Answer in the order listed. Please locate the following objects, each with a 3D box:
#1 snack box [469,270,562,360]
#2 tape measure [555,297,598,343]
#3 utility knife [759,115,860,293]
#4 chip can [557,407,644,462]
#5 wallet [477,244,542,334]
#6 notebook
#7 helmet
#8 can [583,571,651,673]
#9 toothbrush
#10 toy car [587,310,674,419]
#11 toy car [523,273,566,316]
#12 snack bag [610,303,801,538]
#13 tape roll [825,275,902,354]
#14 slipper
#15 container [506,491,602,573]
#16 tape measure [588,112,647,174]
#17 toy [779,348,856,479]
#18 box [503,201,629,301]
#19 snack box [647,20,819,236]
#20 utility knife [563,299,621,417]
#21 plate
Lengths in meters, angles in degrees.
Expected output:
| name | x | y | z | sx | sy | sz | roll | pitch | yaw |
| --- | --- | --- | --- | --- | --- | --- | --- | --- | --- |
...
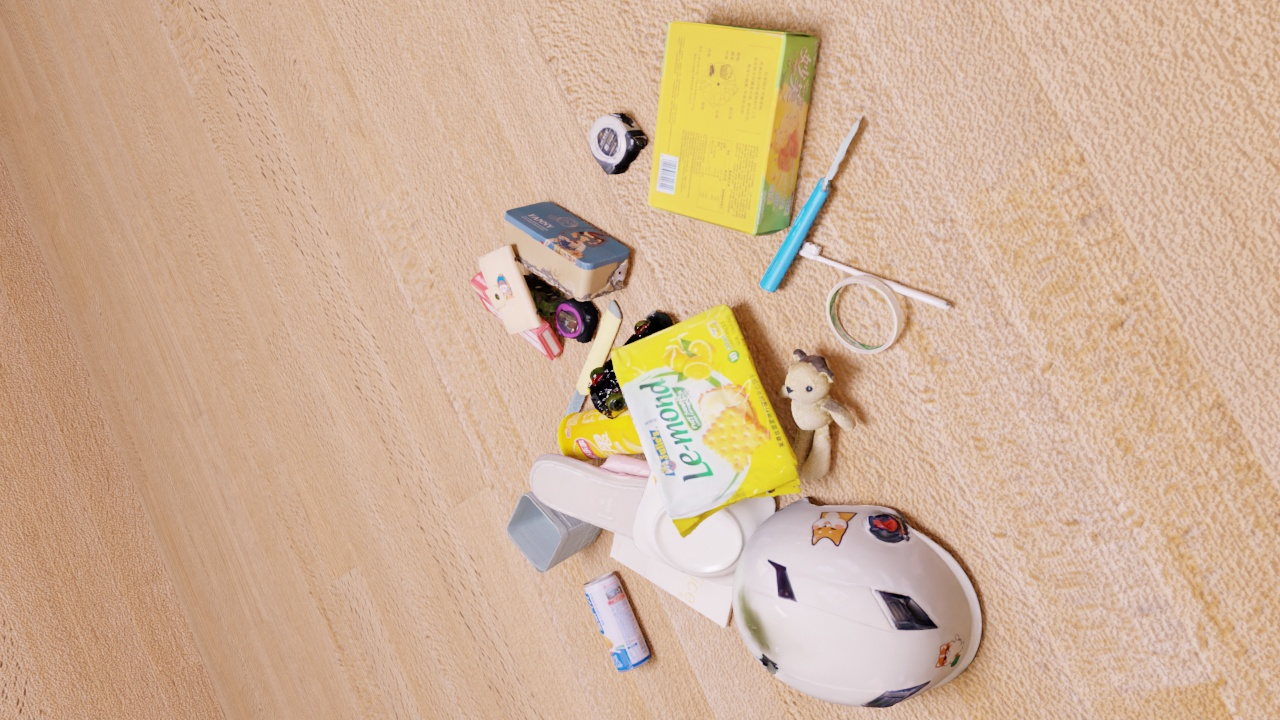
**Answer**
| name | x | y | z | sx | sy | sz | roll | pitch | yaw |
| --- | --- | --- | --- | --- | --- | --- | --- | --- | --- |
| snack box | -0.178 | -0.064 | 1.311 | 0.153 | 0.025 | 0.075 | 37 | 165 | 29 |
| tape measure | -0.088 | -0.057 | 1.251 | 0.058 | 0.039 | 0.057 | 35 | 123 | 30 |
| utility knife | 0.184 | -0.163 | 0.991 | 0.018 | 0.034 | 0.219 | 21 | 121 | -8 |
| chip can | -0.014 | 0.089 | 1.206 | 0.214 | 0.071 | 0.072 | -14 | 92 | 42 |
| wallet | -0.179 | -0.093 | 1.234 | 0.087 | 0.024 | 0.115 | -10 | 106 | 52 |
| notebook | 0.047 | 0.251 | 1.237 | 0.206 | 0.010 | 0.146 | 25 | 116 | 34 |
| helmet | 0.211 | 0.278 | 1.003 | 0.274 | 0.156 | 0.230 | 17 | 113 | 37 |
| can | -0.034 | 0.374 | 1.316 | 0.053 | 0.053 | 0.134 | -29 | 83 | 42 |
| toothbrush | 0.244 | -0.091 | 0.966 | 0.180 | 0.016 | 0.016 | 28 | 113 | 33 |
| toy car | -0.007 | 0.007 | 1.171 | 0.156 | 0.041 | 0.071 | -49 | 43 | 11 |
| toy car | -0.146 | -0.094 | 1.289 | 0.091 | 0.043 | 0.036 | 37 | 124 | 29 |
| snack bag | 0.075 | 0.063 | 1.063 | 0.158 | 0.068 | 0.246 | -23 | 70 | 9 |
| tape roll | 0.236 | -0.048 | 0.974 | 0.086 | 0.013 | 0.086 | 26 | 131 | 35 |
| slipper | -0.015 | 0.177 | 1.204 | 0.275 | 0.054 | 0.114 | 11 | 121 | 16 |
| container | -0.113 | 0.229 | 1.305 | 0.090 | 0.111 | 0.090 | 44 | 126 | 25 |
| tape measure | -0.031 | -0.274 | 1.144 | 0.066 | 0.033 | 0.066 | -42 | 76 | 38 |
| toy | 0.188 | 0.065 | 1.027 | 0.105 | 0.066 | 0.157 | 35 | 138 | 46 |
| box | -0.104 | -0.148 | 1.207 | 0.184 | 0.089 | 0.062 | 35 | 129 | 28 |
| snack box | 0.098 | -0.257 | 1.011 | 0.158 | 0.069 | 0.210 | 22 | 115 | 36 |
| utility knife | -0.070 | 0.012 | 1.269 | 0.031 | 0.022 | 0.216 | 41 | 119 | 26 |
| plate | 0.073 | 0.208 | 1.134 | 0.164 | 0.034 | 0.164 | 18 | 119 | 7 |
